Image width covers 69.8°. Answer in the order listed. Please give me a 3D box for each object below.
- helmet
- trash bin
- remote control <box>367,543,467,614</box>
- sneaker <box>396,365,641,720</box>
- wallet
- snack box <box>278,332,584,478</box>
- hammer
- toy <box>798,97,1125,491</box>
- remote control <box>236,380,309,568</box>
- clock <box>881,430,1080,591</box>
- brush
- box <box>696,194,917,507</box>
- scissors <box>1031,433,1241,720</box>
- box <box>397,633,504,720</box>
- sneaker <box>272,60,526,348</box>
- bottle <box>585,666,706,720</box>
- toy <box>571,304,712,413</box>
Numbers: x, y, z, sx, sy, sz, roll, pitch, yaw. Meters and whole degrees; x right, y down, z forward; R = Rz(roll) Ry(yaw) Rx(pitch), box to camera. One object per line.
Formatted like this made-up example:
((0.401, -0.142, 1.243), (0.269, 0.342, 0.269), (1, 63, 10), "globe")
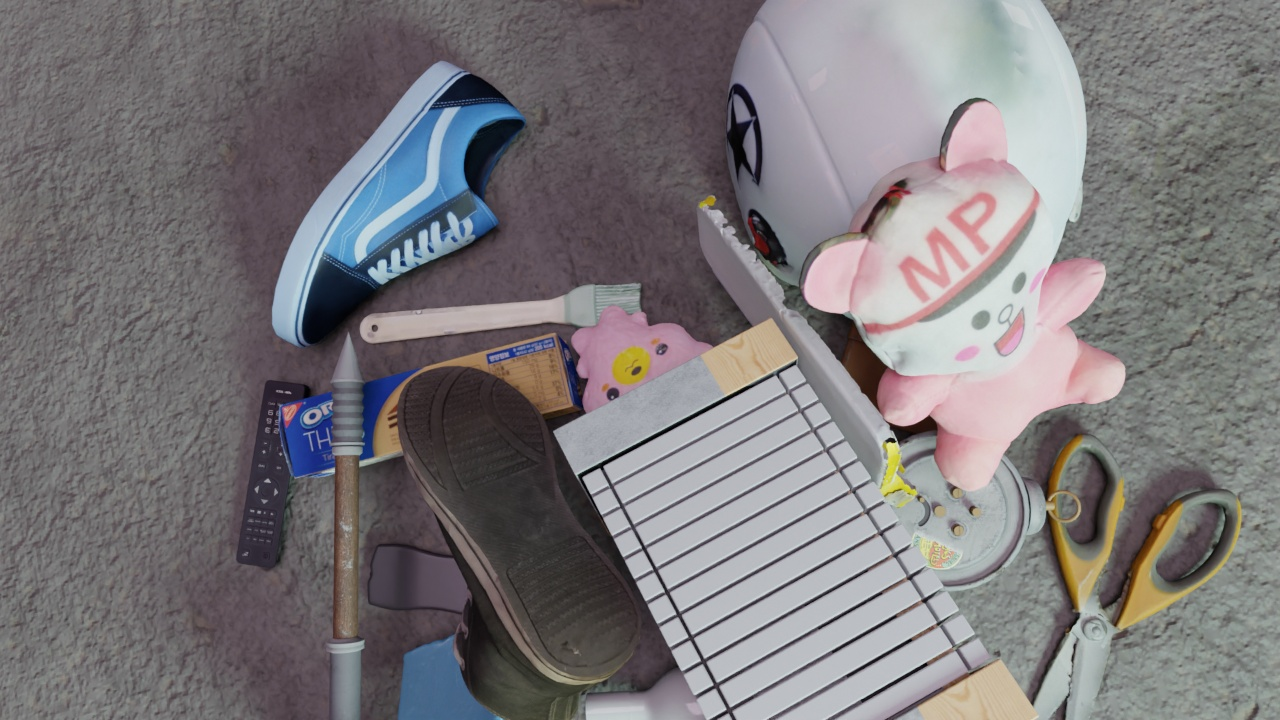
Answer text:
((0.175, -0.156, 0.594), (0.236, 0.164, 0.263), (-19, 75, 3), "helmet")
((0.076, 0.133, 0.540), (0.142, 0.142, 0.246), (-27, 66, -6), "trash bin")
((-0.135, 0.161, 0.660), (0.124, 0.009, 0.046), (5, 82, 6), "remote control")
((-0.091, 0.114, 0.581), (0.095, 0.120, 0.234), (-20, 61, -36), "sneaker")
((0.191, -0.011, 0.652), (0.087, 0.013, 0.121), (19, 84, 3), "wallet")
((-0.148, 0.033, 0.657), (0.207, 0.056, 0.057), (-14, 83, 3), "snack box")
((-0.190, 0.144, 0.593), (0.043, 0.156, 0.322), (0, 83, -13), "hammer")
((0.182, -0.027, 0.517), (0.142, 0.084, 0.213), (-38, 124, 10), "toy")
((-0.273, 0.084, 0.683), (0.032, 0.015, 0.136), (7, 85, 7), "remote control")
((0.213, 0.097, 0.610), (0.148, 0.056, 0.104), (-2, 88, 7), "clock")
((-0.106, -0.033, 0.687), (0.218, 0.012, 0.033), (-5, 81, 6), "brush")
((0.102, -0.005, 0.577), (0.039, 0.130, 0.209), (-33, 61, 4), "box")
((0.299, 0.157, 0.616), (0.162, 0.016, 0.225), (37, 88, 10), "scissors")
((-0.111, 0.276, 0.562), (0.093, 0.048, 0.231), (-24, 40, 13), "box")
((-0.167, -0.101, 0.668), (0.098, 0.083, 0.241), (32, 83, 10), "sneaker")
((0.062, 0.227, 0.609), (0.195, 0.052, 0.052), (-5, 81, 5), "bottle")
((-0.004, 0.004, 0.650), (0.102, 0.050, 0.093), (-39, 82, -1), "toy")
